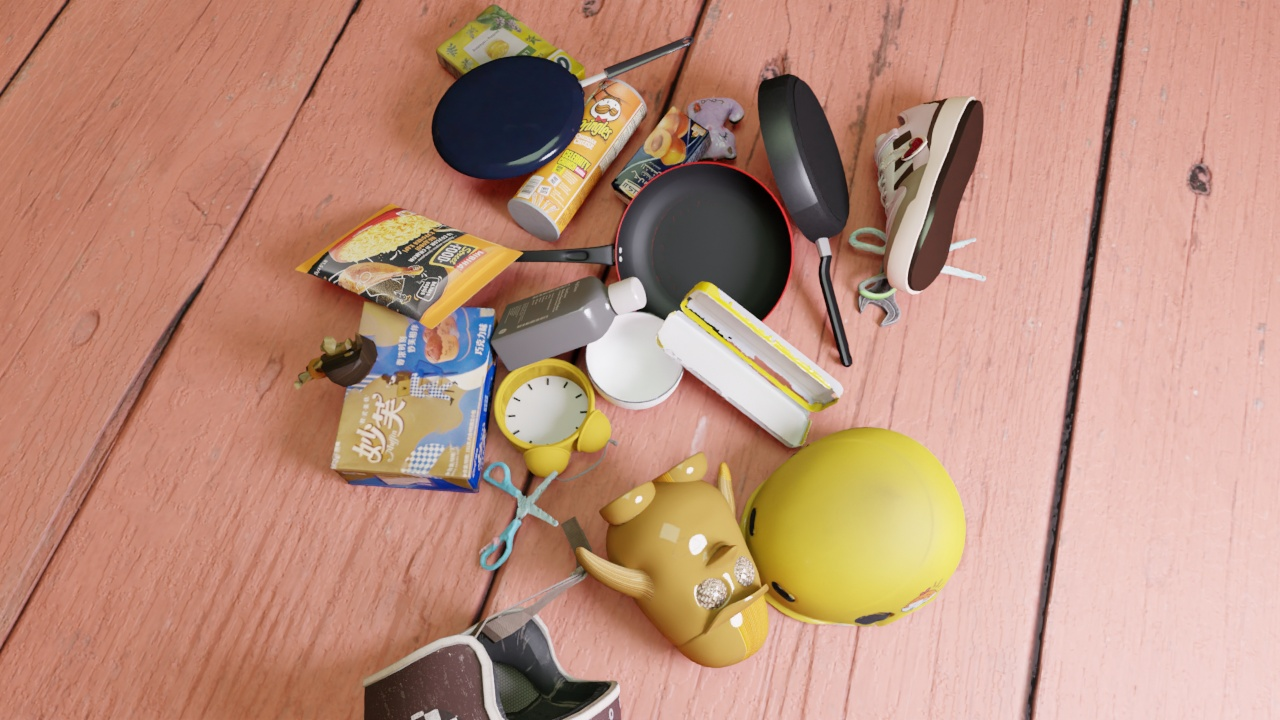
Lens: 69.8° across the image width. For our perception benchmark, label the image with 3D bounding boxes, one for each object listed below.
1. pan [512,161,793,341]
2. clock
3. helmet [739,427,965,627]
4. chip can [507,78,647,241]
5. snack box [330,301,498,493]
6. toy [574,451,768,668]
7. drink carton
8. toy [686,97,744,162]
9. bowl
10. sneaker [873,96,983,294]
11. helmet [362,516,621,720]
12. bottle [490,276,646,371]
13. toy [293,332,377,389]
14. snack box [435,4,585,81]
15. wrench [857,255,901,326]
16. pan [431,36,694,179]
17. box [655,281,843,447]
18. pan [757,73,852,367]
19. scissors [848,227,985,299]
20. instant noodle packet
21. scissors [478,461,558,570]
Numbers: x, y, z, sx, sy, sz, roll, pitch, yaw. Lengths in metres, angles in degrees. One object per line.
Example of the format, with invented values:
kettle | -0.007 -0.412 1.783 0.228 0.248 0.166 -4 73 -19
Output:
pan | 0.004 -0.126 1.092 0.357 0.067 0.209 2 99 17
clock | -0.100 0.067 1.046 0.113 0.052 0.152 -30 66 -12
helmet | 0.224 0.166 0.953 0.240 0.140 0.209 -19 68 -7
chip can | -0.078 -0.256 1.166 0.075 0.075 0.214 29 70 12
snack box | -0.250 0.040 1.045 0.155 0.069 0.202 3 67 3
toy | 0.055 0.213 0.932 0.198 0.163 0.203 -26 80 -29
drink carton | 0.027 -0.249 1.164 0.064 0.040 0.130 38 89 15
toy | 0.100 -0.305 1.207 0.080 0.036 0.099 -6 66 0
bowl | -0.006 0.006 1.062 0.113 0.063 0.113 0 67 0
sneaker | 0.326 -0.212 1.123 0.117 0.112 0.293 9 62 31
helmet | -0.131 0.317 0.852 0.234 0.233 0.253 -28 79 5
bottle | -0.078 -0.051 1.042 0.174 0.046 0.083 -18 31 20
toy | -0.336 0.004 0.997 0.100 0.076 0.062 -21 112 14
snack box | -0.178 -0.401 1.244 0.181 0.045 0.121 41 73 15
wrench | 0.331 -0.163 1.161 0.070 0.010 0.272 19 69 8
pan | -0.097 -0.343 1.161 0.356 0.021 0.198 -23 61 -3
box | 0.127 0.000 1.022 0.209 0.080 0.079 38 45 -6
pan | 0.216 -0.169 1.090 0.044 0.203 0.355 -16 86 27
scissors | 0.338 -0.116 1.129 0.170 0.028 0.138 12 64 9
instant noodle packet | -0.275 -0.119 1.091 0.221 0.032 0.159 22 49 26
scissors | -0.142 0.160 1.006 0.135 0.015 0.135 -46 52 6
